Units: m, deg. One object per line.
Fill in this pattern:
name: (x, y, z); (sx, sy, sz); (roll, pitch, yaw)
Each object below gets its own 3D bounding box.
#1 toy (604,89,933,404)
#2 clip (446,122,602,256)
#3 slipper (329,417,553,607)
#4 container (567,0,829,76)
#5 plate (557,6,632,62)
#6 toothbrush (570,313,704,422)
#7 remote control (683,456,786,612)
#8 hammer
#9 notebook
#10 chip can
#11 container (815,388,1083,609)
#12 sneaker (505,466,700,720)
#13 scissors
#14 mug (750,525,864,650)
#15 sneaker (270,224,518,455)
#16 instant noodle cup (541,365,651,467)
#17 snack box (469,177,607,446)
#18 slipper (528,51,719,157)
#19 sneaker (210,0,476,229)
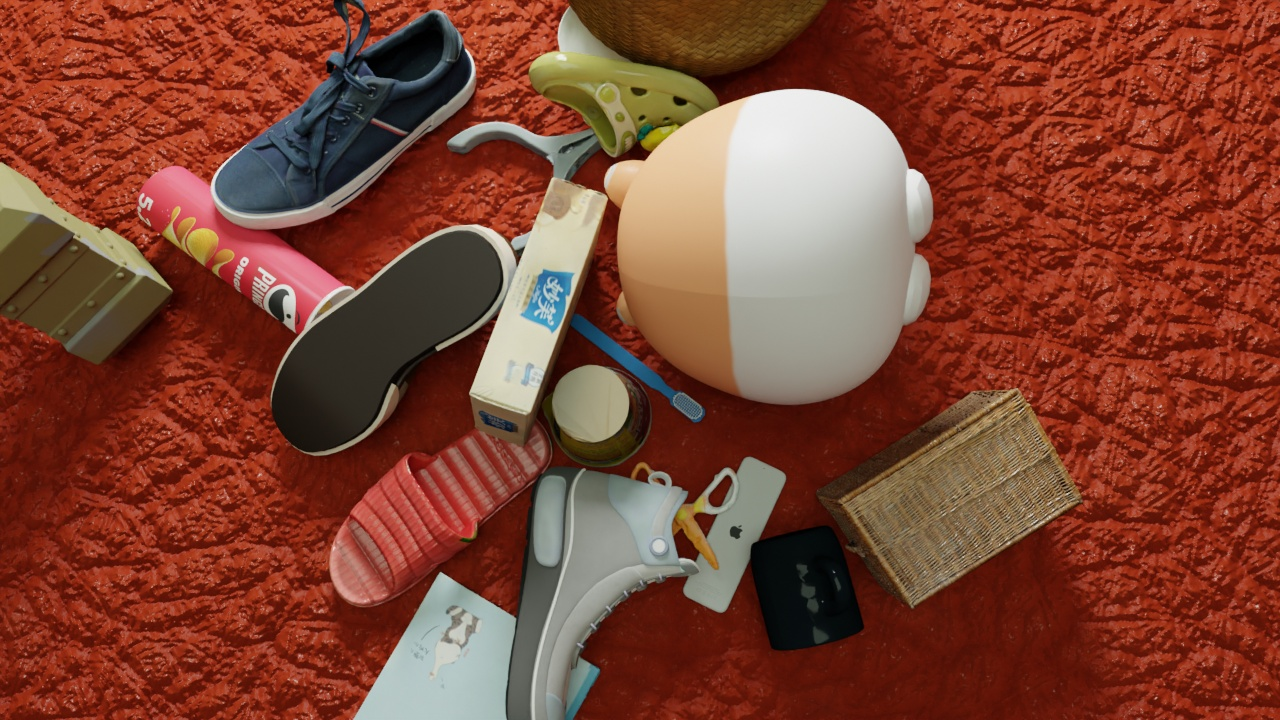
toy: (0.106, -0.098, 0.797); (0.281, 0.265, 0.263); (3, 113, 20)
clip: (-0.111, -0.167, 0.927); (0.169, 0.031, 0.164); (-2, 83, 3)
slipper: (-0.194, 0.135, 0.867); (0.248, 0.059, 0.103); (-39, 82, -5)
container: (0.057, -0.432, 0.861); (0.307, 0.197, 0.306); (1, 76, -5)
plate: (-0.032, -0.331, 0.948); (0.104, 0.026, 0.104); (0, 82, 2)
toothbrush: (-0.005, 0.005, 0.901); (0.166, 0.014, 0.016); (38, 84, 8)
remote control: (0.090, 0.165, 0.875); (0.045, 0.008, 0.146); (25, 83, 6)
hammer: (-0.623, -0.155, 0.892); (0.325, 0.190, 0.100); (41, 84, 25)
notebook: (-0.176, 0.354, 0.856); (0.181, 0.009, 0.253); (29, 84, 6)
chip can: (-0.389, -0.104, 0.906); (0.220, 0.069, 0.069); (35, 84, 7)
container: (0.271, 0.120, 0.822); (0.198, 0.114, 0.112); (-31, 86, -1)
sneaker: (-0.031, 0.226, 0.822); (0.160, 0.093, 0.256); (4, 76, 1)
scissors: (0.042, 0.143, 0.874); (0.131, 0.011, 0.125); (-35, 78, 4)
mug: (0.151, 0.199, 0.811); (0.085, 0.122, 0.094); (-11, 80, -16)
sneaker: (-0.230, -0.026, 0.884); (0.294, 0.116, 0.111); (-42, 90, 15)
instant noodle cup: (-0.039, 0.046, 0.846); (0.100, 0.112, 0.100); (0, 80, 1)
snack box: (-0.092, -0.039, 0.826); (0.055, 0.153, 0.207); (19, 74, -3)
slipper: (-0.016, -0.240, 0.883); (0.190, 0.092, 0.081); (10, 83, -17)
sneaker: (-0.291, -0.244, 0.877); (0.294, 0.127, 0.120); (-40, 78, -12)
